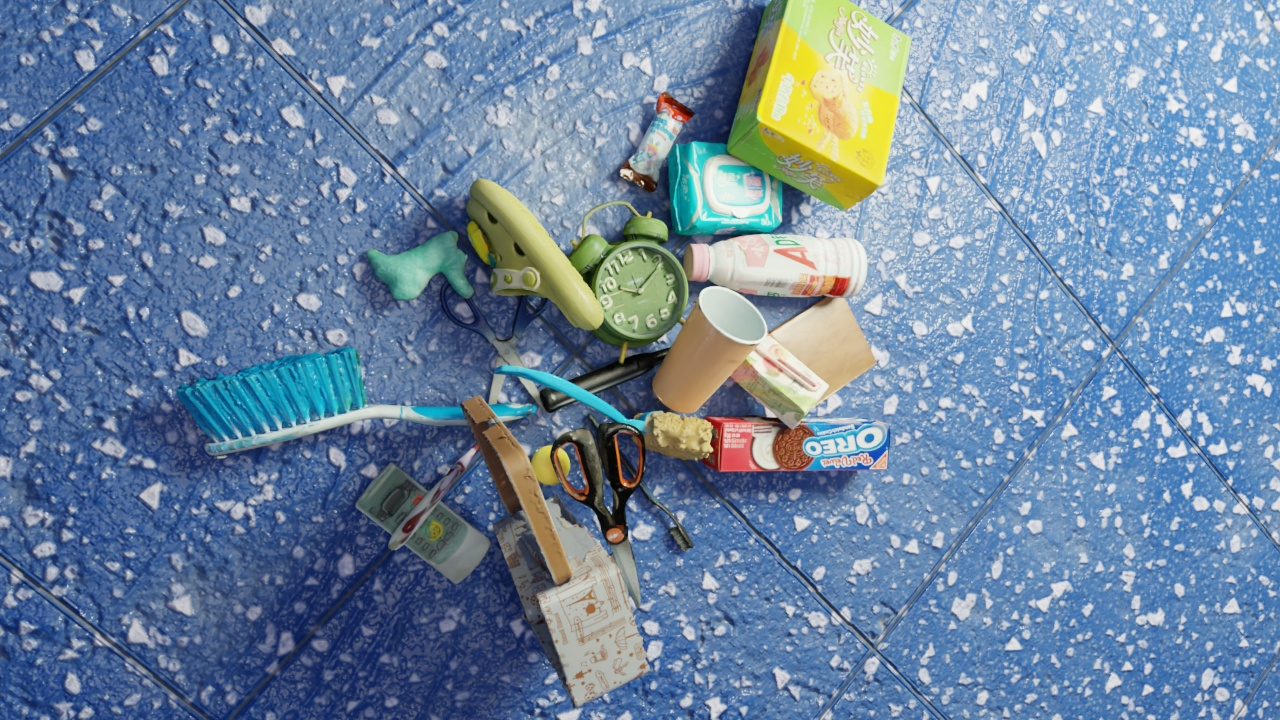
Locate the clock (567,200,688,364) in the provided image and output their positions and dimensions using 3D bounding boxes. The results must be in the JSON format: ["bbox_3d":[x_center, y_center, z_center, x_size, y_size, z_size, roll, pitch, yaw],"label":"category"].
[{"bbox_3d":[-0.012,-0.087,0.959,0.116,0.056,0.161,-24,97,-16],"label":"clock"}]

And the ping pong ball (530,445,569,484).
[{"bbox_3d":[-0.093,0.108,0.945,0.040,0.040,0.040,0,91,-17],"label":"ping pong ball"}]

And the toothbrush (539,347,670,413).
[{"bbox_3d":[-0.006,0.006,0.977,0.212,0.027,0.026,-22,67,-19],"label":"toothbrush"}]

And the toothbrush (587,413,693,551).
[{"bbox_3d":[-0.001,0.133,0.988,0.016,0.014,0.189,-35,100,10],"label":"toothbrush"}]

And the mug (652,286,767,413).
[{"bbox_3d":[0.066,-0.005,0.942,0.078,0.078,0.123,21,129,-16],"label":"mug"}]

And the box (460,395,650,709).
[{"bbox_3d":[-0.089,0.166,0.849,0.082,0.177,0.260,-24,112,-16],"label":"box"}]

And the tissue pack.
[{"bbox_3d":[0.089,-0.182,0.982,0.133,0.050,0.093,-5,91,-28],"label":"tissue pack"}]

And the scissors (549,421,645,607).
[{"bbox_3d":[-0.014,0.163,0.942,0.148,0.021,0.235,-31,112,9],"label":"scissors"}]

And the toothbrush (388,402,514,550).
[{"bbox_3d":[-0.185,0.113,0.912,0.016,0.017,0.187,43,73,-12],"label":"toothbrush"}]

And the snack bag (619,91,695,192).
[{"bbox_3d":[0.017,-0.233,0.982,0.045,0.026,0.105,29,85,-23],"label":"snack bag"}]

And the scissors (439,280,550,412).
[{"bbox_3d":[-0.140,-0.025,0.945,0.162,0.012,0.174,36,82,-16],"label":"scissors"}]

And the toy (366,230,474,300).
[{"bbox_3d":[-0.210,-0.091,0.909,0.091,0.030,0.096,-34,81,-15],"label":"toy"}]

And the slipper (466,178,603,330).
[{"bbox_3d":[-0.116,-0.093,0.897,0.081,0.091,0.190,-41,82,1],"label":"slipper"}]

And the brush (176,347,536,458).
[{"bbox_3d":[-0.263,0.037,0.879,0.314,0.060,0.109,-14,101,-11],"label":"brush"}]

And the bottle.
[{"bbox_3d":[0.145,-0.104,1.004,0.196,0.068,0.068,1,90,-13],"label":"bottle"}]

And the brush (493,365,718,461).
[{"bbox_3d":[-0.030,0.050,0.931,0.254,0.083,0.045,24,73,-24],"label":"brush"}]

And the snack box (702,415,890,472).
[{"bbox_3d":[0.174,0.092,1.018,0.207,0.058,0.057,2,93,-17],"label":"snack box"}]

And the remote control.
[{"bbox_3d":[-0.216,0.164,0.920,0.135,0.019,0.056,43,79,-13],"label":"remote control"}]

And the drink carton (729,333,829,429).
[{"bbox_3d":[0.138,0.011,0.984,0.122,0.046,0.053,41,56,12],"label":"drink carton"}]

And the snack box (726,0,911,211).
[{"bbox_3d":[0.194,-0.288,0.985,0.157,0.070,0.209,23,68,-16],"label":"snack box"}]

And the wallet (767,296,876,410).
[{"bbox_3d":[0.205,-0.011,1.046,0.115,0.020,0.101,-30,98,-17],"label":"wallet"}]
